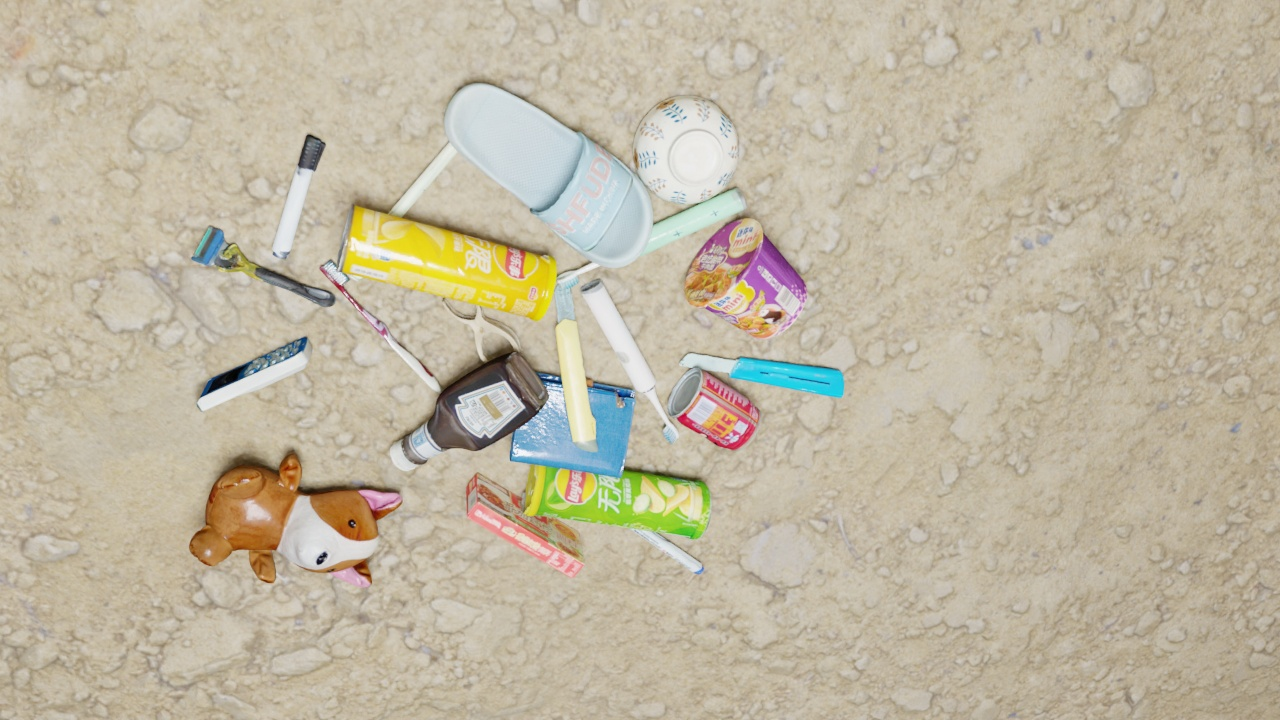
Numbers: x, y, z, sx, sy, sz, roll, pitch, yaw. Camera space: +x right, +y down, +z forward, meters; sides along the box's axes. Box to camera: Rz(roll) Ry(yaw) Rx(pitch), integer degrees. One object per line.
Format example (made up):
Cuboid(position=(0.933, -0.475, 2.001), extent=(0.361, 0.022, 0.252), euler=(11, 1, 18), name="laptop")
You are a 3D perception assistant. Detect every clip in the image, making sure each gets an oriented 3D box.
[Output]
Cuboid(position=(-0.180, -0.027, 1.004), extent=(0.104, 0.034, 0.081), euler=(37, 101, -16), name="clip")

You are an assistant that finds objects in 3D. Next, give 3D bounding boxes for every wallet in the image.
Cuboid(position=(-0.077, 0.072, 1.042), extent=(0.133, 0.040, 0.106), euler=(10, 86, -15), name="wallet")

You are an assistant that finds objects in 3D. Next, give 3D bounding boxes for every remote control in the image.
Cuboid(position=(-0.408, 0.015, 0.974), extent=(0.125, 0.049, 0.024), euler=(-23, 116, 1), name="remote control")

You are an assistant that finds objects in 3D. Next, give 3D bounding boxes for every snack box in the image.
Cuboid(position=(-0.135, 0.193, 1.077), extent=(0.153, 0.075, 0.025), euler=(35, 101, -20), name="snack box")

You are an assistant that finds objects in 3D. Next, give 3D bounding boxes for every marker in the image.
Cuboid(position=(-0.346, -0.164, 0.929), extent=(0.022, 0.018, 0.131), euler=(15, 108, -25), name="marker")
Cuboid(position=(0.024, 0.227, 1.149), extent=(0.145, 0.017, 0.017), euler=(38, 101, -21), name="marker")

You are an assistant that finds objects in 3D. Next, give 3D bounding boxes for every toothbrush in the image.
Cuboid(position=(-0.276, -0.034, 0.995), extent=(0.017, 0.016, 0.187), euler=(-40, 112, -3), name="toothbrush")
Cuboid(position=(-0.006, 0.006, 1.050), extent=(0.026, 0.027, 0.221), euler=(-45, 119, -33), name="toothbrush")
Cuboid(position=(0.010, -0.131, 0.997), extent=(0.224, 0.026, 0.027), euler=(-24, 132, 1), name="toothbrush")
Cuboid(position=(-0.243, -0.160, 0.948), extent=(0.029, 0.020, 0.190), euler=(44, 99, 11), name="toothbrush")

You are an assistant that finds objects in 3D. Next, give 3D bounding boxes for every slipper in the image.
Cuboid(position=(-0.085, -0.190, 0.926), extent=(0.245, 0.074, 0.104), euler=(34, 91, -19), name="slipper")

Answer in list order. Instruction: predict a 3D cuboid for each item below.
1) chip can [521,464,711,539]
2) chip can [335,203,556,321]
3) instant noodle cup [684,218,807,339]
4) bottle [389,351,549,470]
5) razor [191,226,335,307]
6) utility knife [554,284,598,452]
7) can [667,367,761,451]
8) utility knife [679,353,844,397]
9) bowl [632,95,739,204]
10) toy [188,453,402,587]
Cuboid(position=(-0.025, 0.163, 1.085), extent=(0.221, 0.072, 0.073), euler=(11, 109, -14), name="chip can")
Cuboid(position=(-0.196, -0.097, 0.939), extent=(0.213, 0.072, 0.072), euler=(12, 109, -21), name="chip can")
Cuboid(position=(0.119, -0.082, 0.998), extent=(0.099, 0.111, 0.112), euler=(36, 102, -30), name="instant noodle cup")
Cuboid(position=(-0.195, 0.065, 1.008), extent=(0.195, 0.044, 0.080), euler=(-31, 103, 21), name="bottle")
Cuboid(position=(-0.386, -0.089, 0.952), extent=(0.142, 0.022, 0.042), euler=(25, 62, -21), name="razor")
Cuboid(position=(-0.073, 0.007, 1.014), extent=(0.031, 0.020, 0.195), euler=(-9, 98, -15), name="utility knife")
Cuboid(position=(0.087, 0.059, 1.065), extent=(0.093, 0.066, 0.066), euler=(31, 103, -20), name="can")
Cuboid(position=(0.146, 0.014, 1.084), extent=(0.206, 0.018, 0.034), euler=(9, 111, -11), name="utility knife")
Cuboid(position=(0.052, -0.214, 0.953), extent=(0.113, 0.062, 0.113), euler=(-4, 113, -9), name="bowl")
Cuboid(position=(-0.376, 0.182, 1.014), extent=(0.199, 0.130, 0.140), euler=(22, 101, -27), name="toy")
